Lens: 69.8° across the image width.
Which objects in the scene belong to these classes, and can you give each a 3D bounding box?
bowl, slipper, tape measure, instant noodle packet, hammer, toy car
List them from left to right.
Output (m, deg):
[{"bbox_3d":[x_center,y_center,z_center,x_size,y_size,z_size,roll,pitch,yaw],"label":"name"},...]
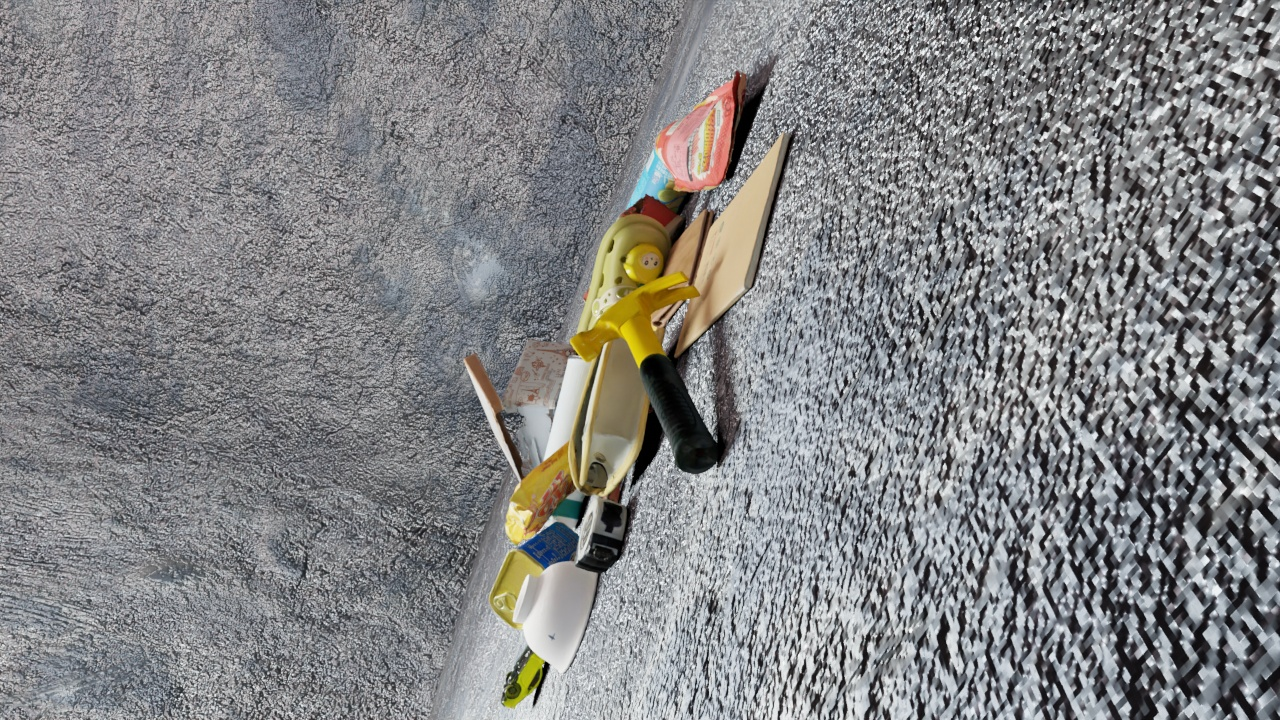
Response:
[{"bbox_3d":[-0.124,0.348,1.045,0.105,0.032,0.048,-59,7,-3],"label":"toy car"},{"bbox_3d":[-0.103,0.145,1.051,0.128,0.044,0.111,-42,-18,-34],"label":"instant noodle packet"},{"bbox_3d":[-0.092,0.252,0.941,0.118,0.064,0.118,-162,91,-81],"label":"bowl"},{"bbox_3d":[-0.037,0.167,0.885,0.066,0.033,0.065,128,157,-61],"label":"tape measure"},{"bbox_3d":[-0.012,-0.075,1.091,0.081,0.091,0.191,43,116,55],"label":"slipper"},{"bbox_3d":[0.013,0.006,0.761,0.129,0.033,0.300,-38,25,7],"label":"hammer"}]

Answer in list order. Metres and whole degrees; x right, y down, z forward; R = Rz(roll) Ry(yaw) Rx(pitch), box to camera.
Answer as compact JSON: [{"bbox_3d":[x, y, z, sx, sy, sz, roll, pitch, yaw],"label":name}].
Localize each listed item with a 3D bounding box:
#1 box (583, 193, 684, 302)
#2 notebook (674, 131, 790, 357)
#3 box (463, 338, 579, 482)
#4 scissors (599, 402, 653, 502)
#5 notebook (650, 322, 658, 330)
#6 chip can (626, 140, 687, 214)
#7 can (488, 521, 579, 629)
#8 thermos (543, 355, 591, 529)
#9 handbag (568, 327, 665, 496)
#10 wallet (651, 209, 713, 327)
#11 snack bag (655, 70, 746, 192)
[{"bbox_3d":[-0.019,-0.135,1.220,0.091,0.078,0.169,-47,-12,-44],"label":"box"},{"bbox_3d":[0.078,-0.095,0.827,0.208,0.008,0.147,132,156,-70],"label":"notebook"},{"bbox_3d":[-0.174,0.078,1.322,0.182,0.166,0.149,83,-161,-44],"label":"box"},{"bbox_3d":[-0.020,0.077,1.019,0.224,0.015,0.189,-88,20,-56],"label":"scissors"},{"bbox_3d":[-0.007,0.007,1.139,0.207,0.010,0.145,120,167,-52],"label":"notebook"},{"bbox_3d":[0.020,-0.215,1.270,0.211,0.071,0.071,121,166,-51],"label":"chip can"},{"bbox_3d":[-0.116,0.242,1.045,0.083,0.057,0.102,-29,-31,-54],"label":"can"},{"bbox_3d":[-0.087,0.110,1.204,0.073,0.073,0.224,148,135,-77],"label":"thermos"},{"bbox_3d":[-0.038,0.059,0.951,0.179,0.063,0.163,117,169,-53],"label":"handbag"},{"bbox_3d":[0.047,-0.101,1.016,0.115,0.020,0.101,131,156,-62],"label":"wallet"},{"bbox_3d":[0.073,-0.252,1.054,0.208,0.073,0.128,-146,71,-76],"label":"snack bag"}]
